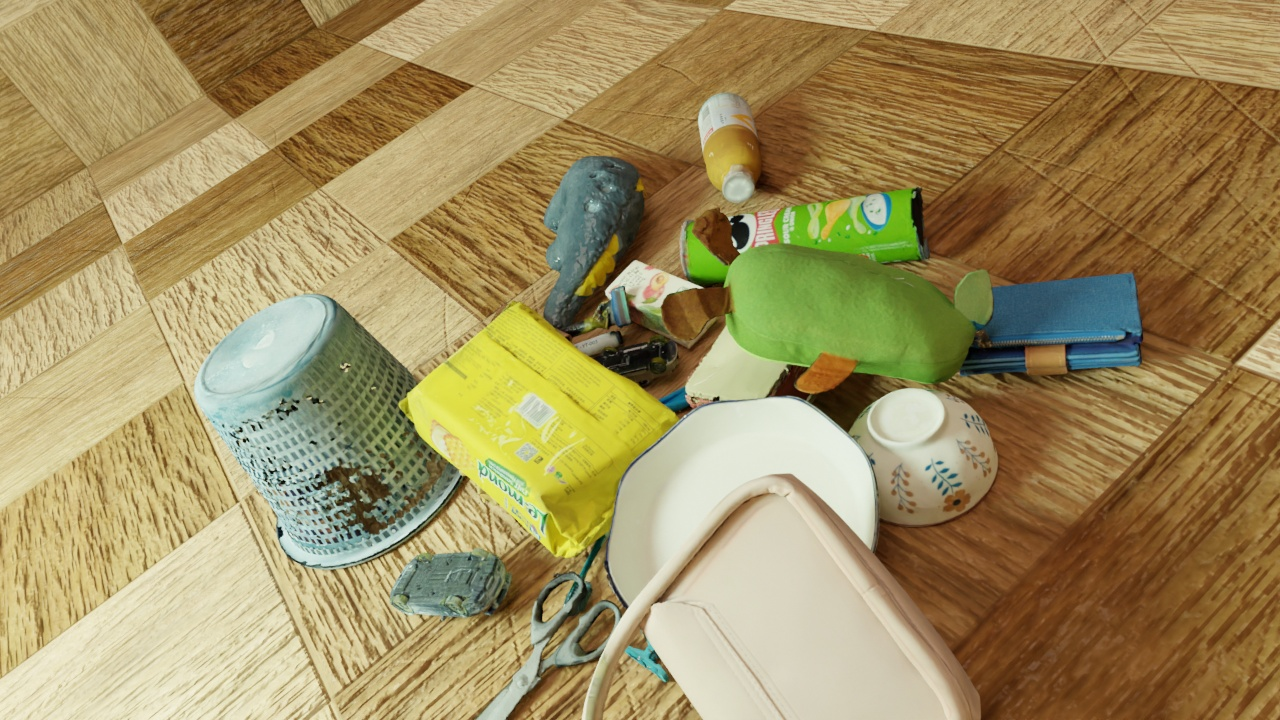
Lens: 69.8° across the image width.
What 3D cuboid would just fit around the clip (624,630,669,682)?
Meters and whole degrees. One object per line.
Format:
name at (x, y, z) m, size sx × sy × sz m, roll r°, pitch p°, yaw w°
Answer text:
clip at (0.006, 0.213, 0.668) m, size 0.041 × 0.014 × 0.056 m, roll -41°, pitch 39°, yaw -17°

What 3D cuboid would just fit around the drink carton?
drink carton at (0.023, -0.058, 0.938) m, size 0.053 × 0.045 × 0.122 m, roll -46°, pitch 41°, yaw -14°

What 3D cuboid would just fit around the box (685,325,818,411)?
box at (0.111, -0.009, 0.804) m, size 0.091 × 0.079 × 0.167 m, roll 10°, pitch 51°, yaw 37°

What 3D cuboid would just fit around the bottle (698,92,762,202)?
bottle at (0.108, -0.252, 1.092) m, size 0.068 × 0.068 × 0.189 m, roll -17°, pitch 39°, yaw 13°

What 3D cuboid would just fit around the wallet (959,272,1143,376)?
wallet at (0.326, -0.029, 0.737) m, size 0.133 × 0.040 × 0.106 m, roll -5°, pitch 34°, yaw 28°

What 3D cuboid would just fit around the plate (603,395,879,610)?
plate at (0.076, 0.123, 0.675) m, size 0.205 × 0.045 × 0.204 m, roll -14°, pitch 53°, yaw 19°

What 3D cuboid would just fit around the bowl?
bowl at (0.204, 0.061, 0.687) m, size 0.113 × 0.062 × 0.113 m, roll -17°, pitch 38°, yaw 14°

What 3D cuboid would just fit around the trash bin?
trash bin at (-0.304, 0.053, 0.882) m, size 0.227 × 0.195 × 0.226 m, roll -16°, pitch 40°, yaw 14°

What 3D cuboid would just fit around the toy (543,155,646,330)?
toy at (-0.056, -0.174, 1.093) m, size 0.138 × 0.091 × 0.355 m, roll -40°, pitch 29°, yaw 30°

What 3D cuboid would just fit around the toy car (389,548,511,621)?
toy car at (-0.161, 0.190, 0.774) m, size 0.121 × 0.037 × 0.054 m, roll -9°, pitch 41°, yaw 37°

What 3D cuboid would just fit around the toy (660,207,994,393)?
toy at (0.144, -0.040, 0.720) m, size 0.247 × 0.090 × 0.226 m, roll 16°, pitch 40°, yaw 10°

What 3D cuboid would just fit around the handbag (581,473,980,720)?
handbag at (0.061, 0.204, 0.559) m, size 0.234 × 0.093 × 0.193 m, roll -41°, pitch 67°, yaw 6°

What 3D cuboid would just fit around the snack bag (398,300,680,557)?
snack bag at (-0.086, 0.050, 0.801) m, size 0.246 × 0.068 × 0.157 m, roll 33°, pitch 65°, yaw 31°

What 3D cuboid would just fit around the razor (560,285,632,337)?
razor at (-0.068, -0.032, 0.961) m, size 0.143 × 0.022 × 0.042 m, roll -22°, pitch 69°, yaw 28°

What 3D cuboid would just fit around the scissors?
scissors at (-0.080, 0.240, 0.681) m, size 0.145 × 0.014 × 0.172 m, roll -3°, pitch 55°, yaw 13°

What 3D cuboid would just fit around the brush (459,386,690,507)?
brush at (-0.048, 0.068, 0.850) m, size 0.254 × 0.046 × 0.083 m, roll -22°, pitch 34°, yaw 0°

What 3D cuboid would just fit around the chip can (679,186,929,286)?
chip can at (0.160, -0.119, 0.909) m, size 0.236 × 0.072 × 0.072 m, roll -5°, pitch 43°, yaw 25°

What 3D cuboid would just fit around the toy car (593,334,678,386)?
toy car at (-0.005, 0.005, 0.892) m, size 0.090 × 0.035 × 0.042 m, roll -15°, pitch 41°, yaw 14°

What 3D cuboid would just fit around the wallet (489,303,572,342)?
wallet at (-0.138, 0.004, 0.956) m, size 0.101 × 0.020 × 0.115 m, roll 27°, pitch 79°, yaw 37°

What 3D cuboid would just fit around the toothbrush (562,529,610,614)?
toothbrush at (-0.018, 0.131, 0.773) m, size 0.018 × 0.016 × 0.191 m, roll 11°, pitch 51°, yaw 25°

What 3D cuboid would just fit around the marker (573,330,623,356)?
marker at (-0.080, -0.002, 0.959) m, size 0.131 × 0.018 × 0.022 m, roll -18°, pitch 64°, yaw 12°
